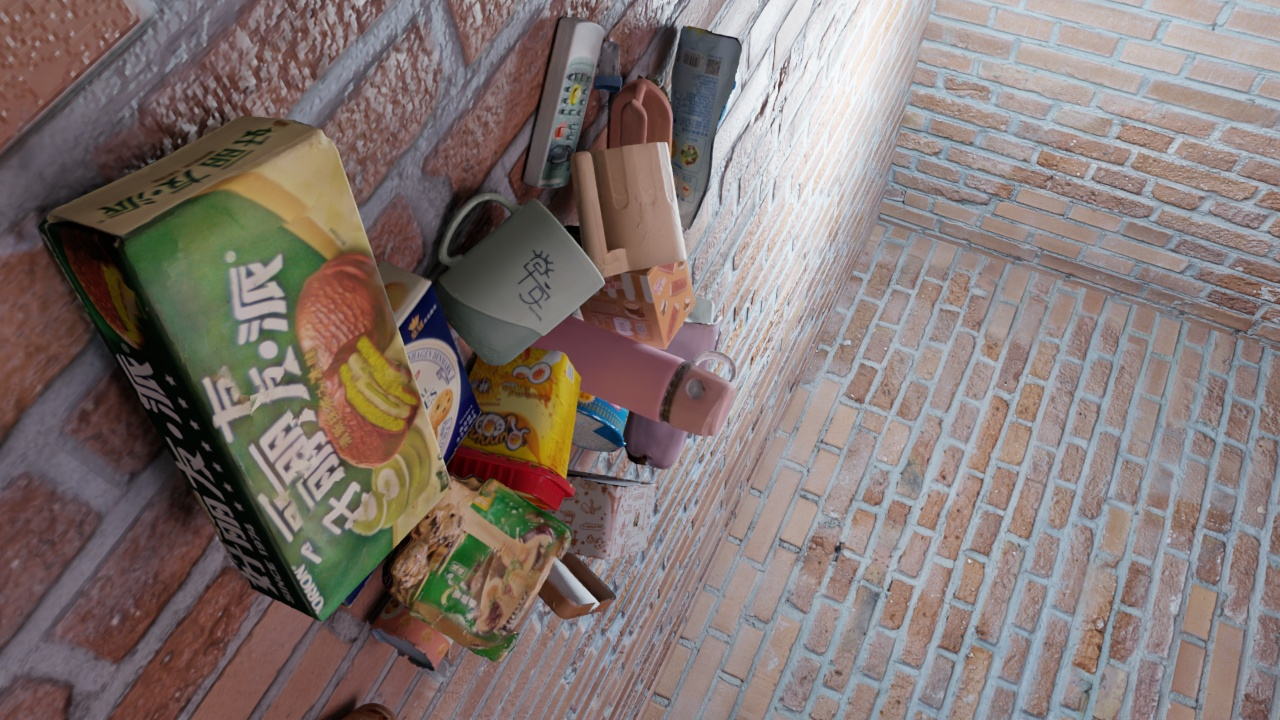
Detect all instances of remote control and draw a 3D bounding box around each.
[{"bbox_3d":[-0.062,-0.207,0.745,0.056,0.019,0.135,-30,139,-65],"label":"remote control"}]

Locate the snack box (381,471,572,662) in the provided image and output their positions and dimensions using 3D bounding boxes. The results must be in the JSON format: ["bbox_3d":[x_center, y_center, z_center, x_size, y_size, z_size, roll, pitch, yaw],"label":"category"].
[{"bbox_3d":[-0.142,0.158,0.740,0.118,0.117,0.106,-59,-161,-19],"label":"snack box"}]

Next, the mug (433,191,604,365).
[{"bbox_3d":[-0.101,-0.065,0.677,0.106,0.112,0.082,-40,-161,-3],"label":"mug"}]

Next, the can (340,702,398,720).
[{"bbox_3d":[-0.253,0.338,0.769,0.058,0.058,0.116,-71,164,10],"label":"can"}]

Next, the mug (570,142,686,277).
[{"bbox_3d":[-0.018,-0.129,0.789,0.124,0.084,0.103,-23,107,-58],"label":"mug"}]

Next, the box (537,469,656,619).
[{"bbox_3d":[-0.080,0.200,0.997,0.181,0.148,0.158,26,71,-74],"label":"box"}]

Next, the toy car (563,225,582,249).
[{"bbox_3d":[-0.086,-0.073,0.797,0.155,0.041,0.071,-49,156,-61],"label":"toy car"}]

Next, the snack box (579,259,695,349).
[{"bbox_3d":[-0.007,-0.076,0.924,0.076,0.093,0.094,-55,143,-38],"label":"snack box"}]

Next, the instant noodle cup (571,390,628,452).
[{"bbox_3d":[-0.047,0.028,0.986,0.099,0.099,0.109,82,25,-60],"label":"instant noodle cup"}]

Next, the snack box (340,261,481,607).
[{"bbox_3d":[-0.190,0.056,0.630,0.177,0.046,0.183,-59,162,-27],"label":"snack box"}]

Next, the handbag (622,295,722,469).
[{"bbox_3d":[0.035,0.021,1.152,0.144,0.098,0.197,-89,-166,-71],"label":"handbag"}]

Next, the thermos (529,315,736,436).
[{"bbox_3d":[-0.005,0.005,0.884,0.067,0.199,0.087,75,38,-63],"label":"thermos"}]

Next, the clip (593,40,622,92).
[{"bbox_3d":[-0.026,-0.248,0.778,0.028,0.024,0.056,96,-1,-49],"label":"clip"}]

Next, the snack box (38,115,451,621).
[{"bbox_3d":[-0.181,0.010,0.468,0.114,0.063,0.240,-48,142,-41],"label":"snack box"}]

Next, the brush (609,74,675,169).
[{"bbox_3d":[-0.001,-0.199,0.874,0.146,0.063,0.072,93,14,-47],"label":"brush"}]

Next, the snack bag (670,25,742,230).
[{"bbox_3d":[0.049,-0.236,0.931,0.038,0.110,0.191,-4,116,-38],"label":"snack bag"}]

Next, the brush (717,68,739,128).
[{"bbox_3d":[0.053,-0.219,1.036,0.254,0.046,0.083,-62,162,-2],"label":"brush"}]

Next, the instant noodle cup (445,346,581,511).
[{"bbox_3d":[-0.108,0.055,0.794,0.116,0.116,0.123,64,38,-70],"label":"instant noodle cup"}]

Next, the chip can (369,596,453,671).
[{"bbox_3d":[-0.156,0.173,0.843,0.214,0.071,0.071,-58,161,-31],"label":"chip can"}]

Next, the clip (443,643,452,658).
[{"bbox_3d":[-0.187,0.259,0.927,0.076,0.034,0.104,-61,167,-22],"label":"clip"}]
